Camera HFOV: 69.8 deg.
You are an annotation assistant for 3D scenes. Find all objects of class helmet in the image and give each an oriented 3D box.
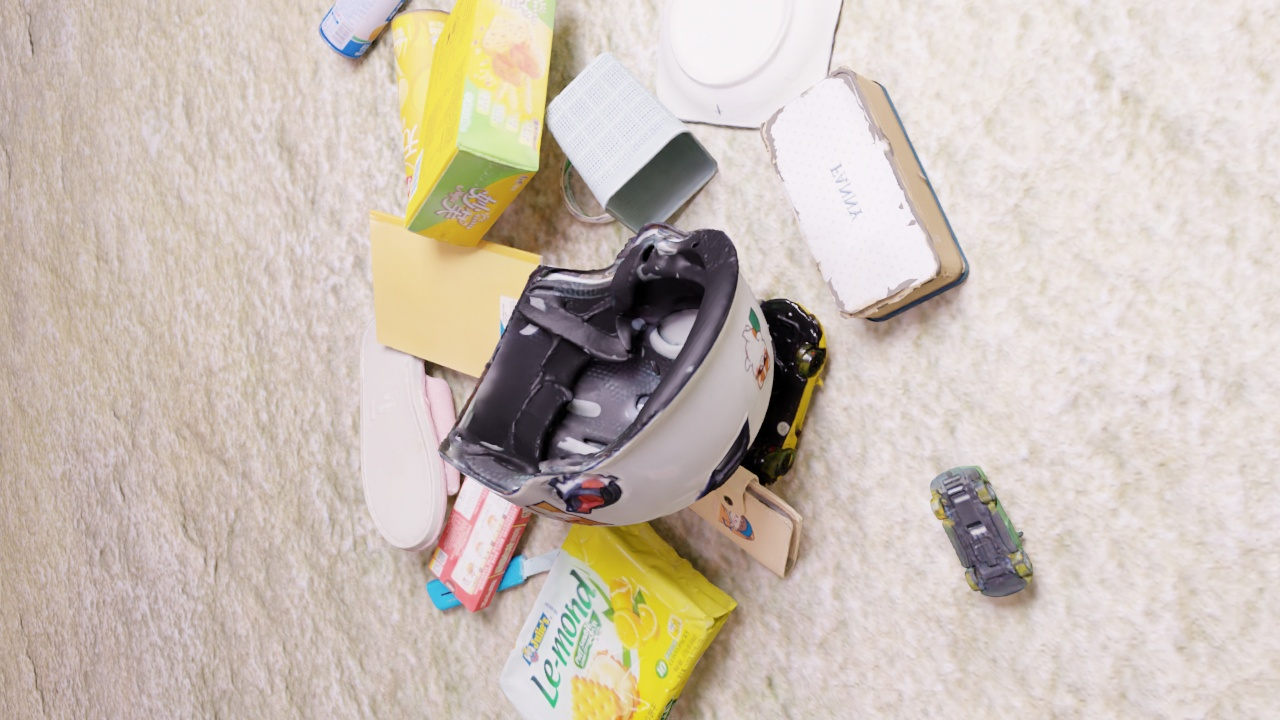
[{"bbox_3d":[-0.005,0.030,0.675,0.275,0.157,0.229,-14,44,39],"label":"helmet"}]

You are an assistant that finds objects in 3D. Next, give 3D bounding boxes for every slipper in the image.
[{"bbox_3d":[-0.241,0.067,0.960,0.114,0.054,0.274,-29,61,26],"label":"slipper"}]

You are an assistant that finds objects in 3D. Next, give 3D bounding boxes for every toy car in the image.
[{"bbox_3d":[0.102,0.026,0.719,0.071,0.041,0.156,27,113,32],"label":"toy car"},{"bbox_3d":[0.235,0.116,0.630,0.043,0.036,0.091,-30,74,33],"label":"toy car"}]

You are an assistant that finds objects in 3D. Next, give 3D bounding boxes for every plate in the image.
[{"bbox_3d":[0.077,-0.270,0.727,0.164,0.034,0.164,15,101,34],"label":"plate"}]

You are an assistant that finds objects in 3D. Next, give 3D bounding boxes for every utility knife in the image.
[{"bbox_3d":[-0.140,0.216,0.926,0.219,0.018,0.034,-25,78,33],"label":"utility knife"}]

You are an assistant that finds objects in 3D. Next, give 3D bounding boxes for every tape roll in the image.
[{"bbox_3d":[-0.038,-0.167,0.829,0.086,0.013,0.086,3,95,37],"label":"tape roll"}]

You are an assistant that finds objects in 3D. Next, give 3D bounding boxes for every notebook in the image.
[{"bbox_3d":[-0.181,-0.055,0.886,0.206,0.010,0.146,17,119,25],"label":"notebook"}]

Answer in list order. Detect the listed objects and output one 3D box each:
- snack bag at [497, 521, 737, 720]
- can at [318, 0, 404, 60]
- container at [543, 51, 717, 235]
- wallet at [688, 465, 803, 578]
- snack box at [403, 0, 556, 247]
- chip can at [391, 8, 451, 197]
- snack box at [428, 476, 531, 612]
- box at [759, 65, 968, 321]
[{"bbox_3d":[-0.023,0.254,0.810,0.158,0.068,0.247,37,113,28],"label":"snack bag"},{"bbox_3d":[-0.285,-0.385,0.975,0.135,0.053,0.053,-36,72,32],"label":"can"},{"bbox_3d":[-0.013,-0.179,0.753,0.090,0.090,0.111,-42,67,11],"label":"container"},{"bbox_3d":[0.077,0.116,0.735,0.115,0.024,0.087,36,144,31],"label":"wallet"},{"bbox_3d":[-0.138,-0.225,0.793,0.158,0.070,0.209,-32,49,56],"label":"snack box"},{"bbox_3d":[-0.203,-0.232,0.913,0.072,0.072,0.213,-7,88,36],"label":"chip can"},{"bbox_3d":[-0.155,0.165,0.907,0.075,0.025,0.153,35,110,29],"label":"snack box"},{"bbox_3d":[0.161,-0.111,0.659,0.090,0.061,0.184,-27,79,35],"label":"box"}]
